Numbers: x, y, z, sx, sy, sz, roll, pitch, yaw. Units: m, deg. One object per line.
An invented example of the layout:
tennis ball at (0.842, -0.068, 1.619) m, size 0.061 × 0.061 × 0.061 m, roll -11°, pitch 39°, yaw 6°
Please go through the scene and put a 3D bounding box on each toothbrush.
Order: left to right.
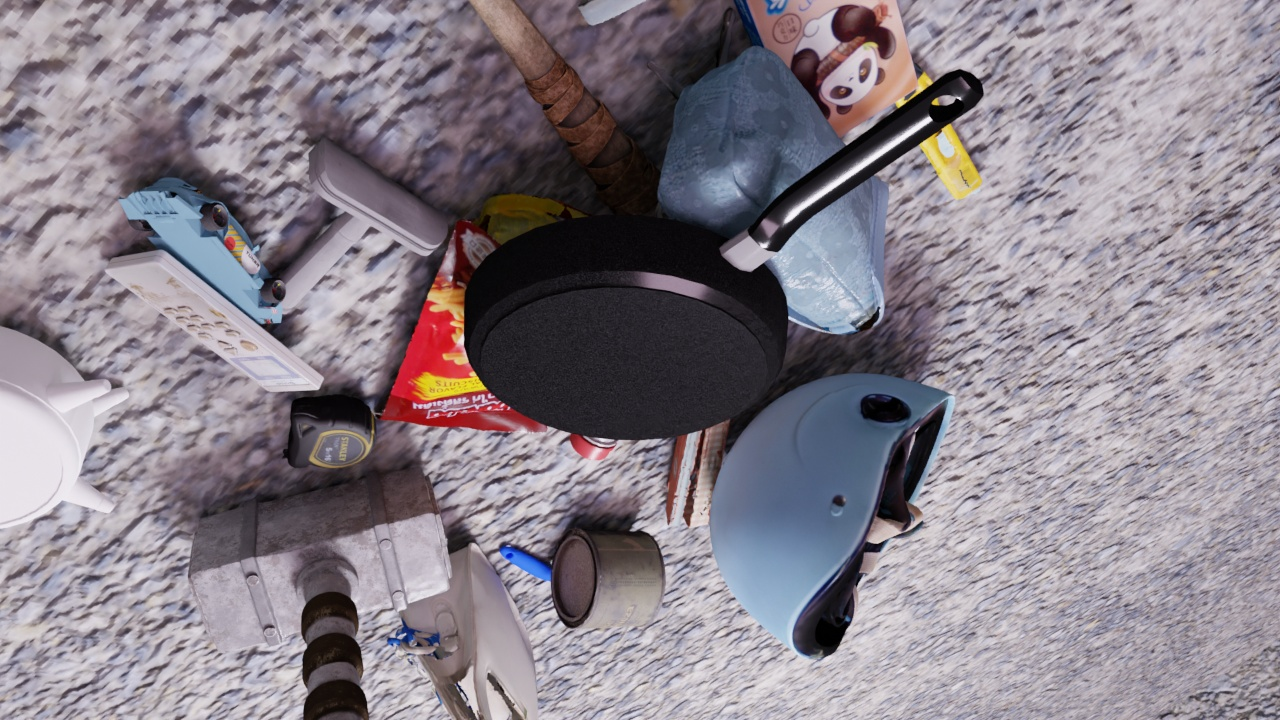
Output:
toothbrush at (-0.077, 0.215, 0.897) m, size 0.016 × 0.018 × 0.182 m, roll -38°, pitch 133°, yaw 11°

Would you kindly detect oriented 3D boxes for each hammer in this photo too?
hammer at (-0.199, 0.191, 0.593) m, size 0.176 × 0.326 × 0.080 m, roll -13°, pitch 117°, yaw -15°
hammer at (-0.070, -0.185, 0.509) m, size 0.121 × 0.049 × 0.319 m, roll -37°, pitch 137°, yaw 6°

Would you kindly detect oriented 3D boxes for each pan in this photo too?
pan at (0.038, -0.041, 0.523) m, size 0.204 × 0.044 × 0.357 m, roll 25°, pitch 141°, yaw -31°

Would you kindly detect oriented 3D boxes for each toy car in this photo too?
toy car at (-0.247, -0.065, 0.534) m, size 0.060 × 0.027 × 0.108 m, roll 3°, pitch 145°, yaw 19°

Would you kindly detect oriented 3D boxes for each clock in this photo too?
clock at (-0.399, 0.035, 0.541) m, size 0.160 × 0.072 × 0.126 m, roll 6°, pitch 127°, yaw -21°

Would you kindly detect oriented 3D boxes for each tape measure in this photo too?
tape measure at (-0.221, 0.050, 0.657) m, size 0.061 × 0.034 × 0.062 m, roll 5°, pitch 139°, yaw -24°

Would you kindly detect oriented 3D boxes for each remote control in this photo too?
remote control at (-0.261, -0.020, 0.570) m, size 0.050 × 0.011 × 0.136 m, roll -3°, pitch 145°, yaw 29°

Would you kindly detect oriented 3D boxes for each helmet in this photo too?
helmet at (0.163, 0.109, 0.794) m, size 0.264 × 0.167 × 0.226 m, roll -39°, pitch 149°, yaw -31°

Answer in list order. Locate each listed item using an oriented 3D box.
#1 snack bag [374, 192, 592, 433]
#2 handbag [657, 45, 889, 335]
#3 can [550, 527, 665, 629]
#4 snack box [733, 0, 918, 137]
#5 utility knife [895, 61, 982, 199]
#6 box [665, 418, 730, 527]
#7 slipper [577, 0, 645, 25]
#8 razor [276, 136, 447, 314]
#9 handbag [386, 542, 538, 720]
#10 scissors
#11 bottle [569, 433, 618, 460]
snack bag at (-0.101, -0.021, 0.652) m, size 0.138 × 0.066 × 0.208 m, roll -1°, pitch 140°, yaw -32°
handbag at (0.081, -0.095, 0.584) m, size 0.119 × 0.121 × 0.191 m, roll -14°, pitch 148°, yaw 41°
can at (-0.032, 0.201, 0.849) m, size 0.074 × 0.089 × 0.090 m, roll 8°, pitch 126°, yaw -32°
snack box at (0.115, -0.212, 0.578) m, size 0.087 × 0.034 × 0.151 m, roll -32°, pitch 136°, yaw 5°
utility knife at (0.225, -0.167, 0.689) m, size 0.030 × 0.017 × 0.151 m, roll -34°, pitch 140°, yaw 19°
box at (0.056, 0.079, 0.811) m, size 0.059 × 0.056 × 0.187 m, roll -48°, pitch 155°, yaw -43°
slipper at (0.071, -0.265, 0.481) m, size 0.268 × 0.098 × 0.055 m, roll -33°, pitch 112°, yaw -5°
razor at (-0.190, -0.069, 0.561) m, size 0.116 × 0.047 × 0.088 m, roll -38°, pitch 136°, yaw 22°
handbag at (-0.148, 0.281, 0.792) m, size 0.093 × 0.199 × 0.201 m, roll -20°, pitch 133°, yaw -3°
scissors at (0.057, -0.149, 0.611) m, size 0.174 × 0.014 × 0.142 m, roll 11°, pitch 109°, yaw -44°
bottle at (-0.004, 0.004, 0.700) m, size 0.062 × 0.062 × 0.177 m, roll 9°, pitch 125°, yaw -32°
